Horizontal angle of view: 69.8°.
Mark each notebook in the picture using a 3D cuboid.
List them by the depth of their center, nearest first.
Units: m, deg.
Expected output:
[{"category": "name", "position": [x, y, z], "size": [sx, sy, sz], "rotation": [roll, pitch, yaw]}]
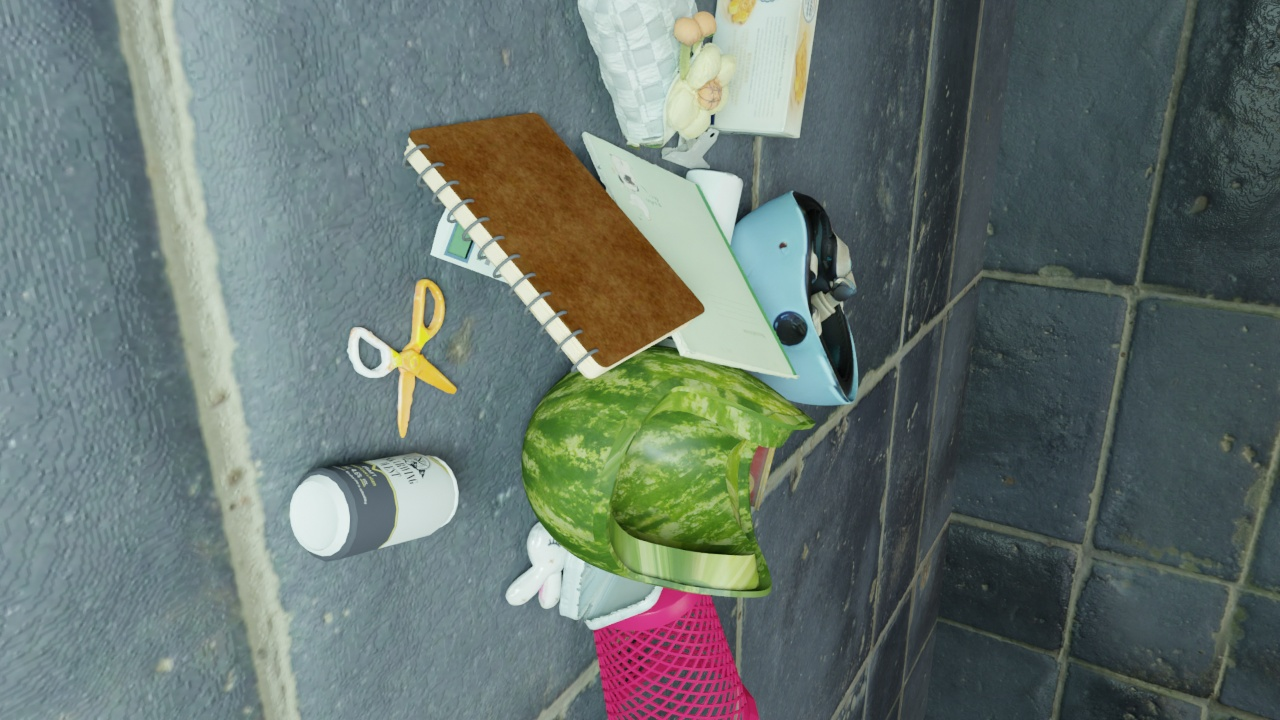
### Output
[{"category": "notebook", "position": [-0.065, -0.096, 0.709], "size": [0.024, 0.225, 0.167], "rotation": [-45, 171, 36]}, {"category": "notebook", "position": [0.048, -0.097, 0.869], "size": [0.181, 0.010, 0.252], "rotation": [12, 47, -49]}]

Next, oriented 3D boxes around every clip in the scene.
[{"category": "clip", "position": [0.061, -0.240, 1.023], "size": [0.101, 0.038, 0.054], "rotation": [-3, 115, -61]}]

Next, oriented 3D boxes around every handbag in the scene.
[{"category": "handbag", "position": [0.020, -0.288, 0.838], "size": [0.112, 0.123, 0.171], "rotation": [-48, 140, -19]}]

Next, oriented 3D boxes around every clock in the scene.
[{"category": "clock", "position": [0.129, 0.146, 1.222], "size": [0.117, 0.081, 0.158], "rotation": [91, 17, -52]}]

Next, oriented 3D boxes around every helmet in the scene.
[{"category": "helmet", "position": [0.012, 0.093, 0.845], "size": [0.243, 0.247, 0.213], "rotation": [-131, -127, -72]}, {"category": "helmet", "position": [0.180, -0.063, 1.128], "size": [0.225, 0.167, 0.265], "rotation": [-23, 95, -65]}]

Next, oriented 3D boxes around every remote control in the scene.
[{"category": "remote control", "position": [-0.121, -0.094, 0.760], "size": [0.143, 0.024, 0.049], "rotation": [16, 96, -61]}]

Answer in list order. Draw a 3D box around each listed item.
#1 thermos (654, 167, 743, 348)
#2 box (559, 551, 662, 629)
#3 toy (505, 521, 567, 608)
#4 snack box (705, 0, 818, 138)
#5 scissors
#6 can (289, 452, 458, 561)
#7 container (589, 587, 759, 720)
[{"category": "thermos", "position": [0.061, -0.097, 1.036], "size": [0.067, 0.068, 0.230], "rotation": [10, 91, -61]}, {"category": "box", "position": [0.006, 0.203, 0.976], "size": [0.215, 0.110, 0.108], "rotation": [-47, 154, -55]}, {"category": "toy", "position": [-0.089, 0.184, 0.907], "size": [0.076, 0.037, 0.125], "rotation": [26, 79, -58]}, {"category": "snack box", "position": [0.138, -0.360, 1.033], "size": [0.057, 0.104, 0.208], "rotation": [-10, 109, -58]}, {"category": "scissors", "position": [-0.181, -0.001, 0.706], "size": [0.128, 0.011, 0.125], "rotation": [-2, 101, -58]}, {"category": "can", "position": [-0.189, 0.104, 0.676], "size": [0.127, 0.064, 0.064], "rotation": [-3, 103, -60]}, {"category": "container", "position": [0.025, 0.333, 1.044], "size": [0.182, 0.183, 0.226], "rotation": [-42, 127, -46]}]
